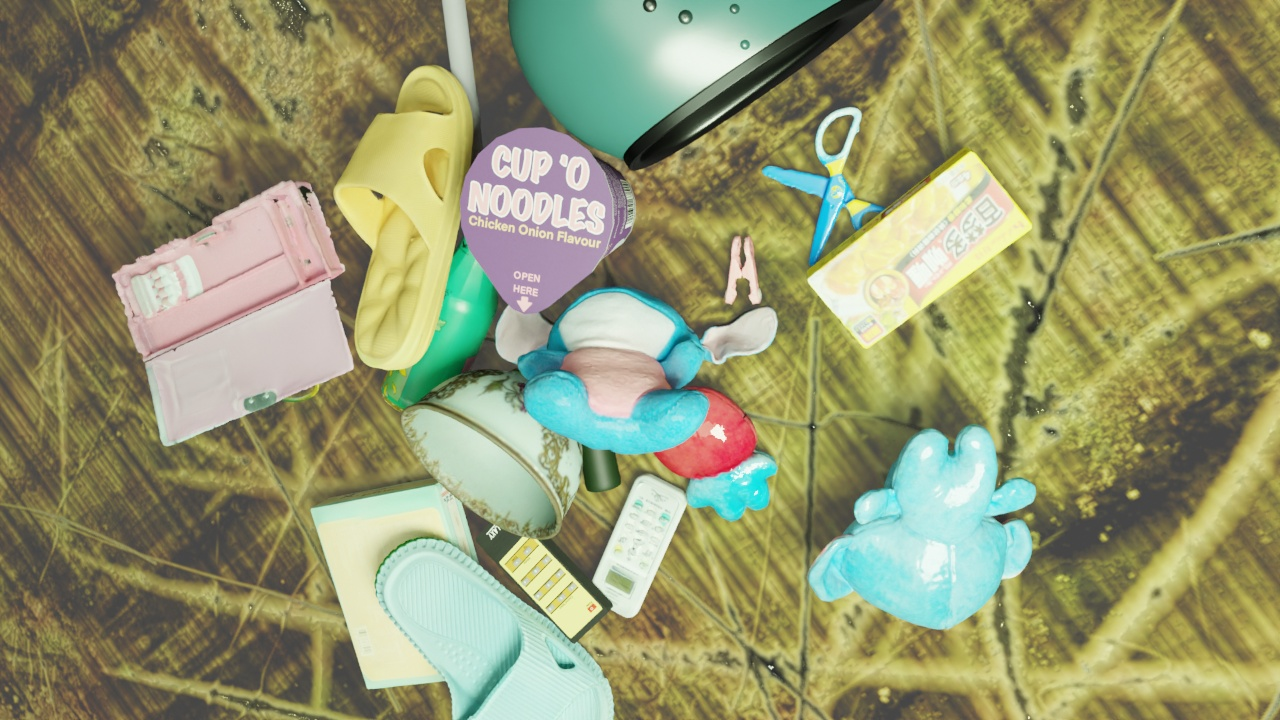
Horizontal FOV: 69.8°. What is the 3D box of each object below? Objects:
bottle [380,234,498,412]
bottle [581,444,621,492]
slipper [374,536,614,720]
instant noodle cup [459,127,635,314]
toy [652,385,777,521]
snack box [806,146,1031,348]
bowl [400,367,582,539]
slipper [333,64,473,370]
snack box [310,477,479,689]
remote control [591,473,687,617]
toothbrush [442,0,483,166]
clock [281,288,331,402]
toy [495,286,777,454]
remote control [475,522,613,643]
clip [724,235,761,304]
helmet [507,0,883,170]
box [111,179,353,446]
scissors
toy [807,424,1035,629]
[{"bbox_3d":[-0.160,-0.049,0.804,0.068,0.068,0.210,30,108,10],"label":"bottle"},{"bbox_3d":[-0.043,0.053,0.807,0.033,0.033,0.123,-8,98,19],"label":"bottle"},{"bbox_3d":[-0.128,0.272,0.829,0.116,0.069,0.276,-45,98,-5],"label":"slipper"},{"bbox_3d":[-0.061,-0.112,0.732,0.122,0.121,0.137,11,104,15],"label":"instant noodle cup"},{"bbox_3d":[0.060,0.076,0.768,0.092,0.062,0.133,-22,111,34],"label":"toy"},{"bbox_3d":[0.209,-0.084,0.697,0.152,0.025,0.075,-39,100,20],"label":"snack box"},{"bbox_3d":[-0.108,0.064,0.771,0.160,0.093,0.160,26,147,19],"label":"bowl"},{"bbox_3d":[-0.203,-0.124,0.759,0.100,0.078,0.263,6,86,37],"label":"slipper"},{"bbox_3d":[-0.225,0.217,0.889,0.142,0.044,0.193,-12,97,18],"label":"snack box"},{"bbox_3d":[-0.002,0.165,0.821,0.050,0.022,0.133,26,107,11],"label":"remote control"},{"bbox_3d":[-0.149,-0.216,0.794,0.018,0.019,0.188,1,101,34],"label":"toothbrush"},{"bbox_3d":[-0.348,-0.037,0.870,0.118,0.060,0.162,-3,100,18],"label":"clock"},{"bbox_3d":[-0.004,0.004,0.706,0.224,0.191,0.099,2,116,-1],"label":"toy"},{"bbox_3d":[-0.089,0.193,0.838,0.133,0.013,0.058,44,117,7],"label":"remote control"},{"bbox_3d":[0.088,-0.070,0.747,0.045,0.023,0.060,24,108,7],"label":"clip"},{"bbox_3d":[0.030,-0.279,0.644,0.275,0.176,0.200,-32,93,17],"label":"helmet"},{"bbox_3d":[-0.361,-0.038,0.820,0.233,0.040,0.179,-18,88,21],"label":"box"},{"bbox_3d":[0.155,-0.133,0.718,0.125,0.013,0.126,19,103,12],"label":"scissors"},{"bbox_3d":[0.216,0.118,0.701,0.183,0.114,0.181,-5,119,-4],"label":"toy"}]
